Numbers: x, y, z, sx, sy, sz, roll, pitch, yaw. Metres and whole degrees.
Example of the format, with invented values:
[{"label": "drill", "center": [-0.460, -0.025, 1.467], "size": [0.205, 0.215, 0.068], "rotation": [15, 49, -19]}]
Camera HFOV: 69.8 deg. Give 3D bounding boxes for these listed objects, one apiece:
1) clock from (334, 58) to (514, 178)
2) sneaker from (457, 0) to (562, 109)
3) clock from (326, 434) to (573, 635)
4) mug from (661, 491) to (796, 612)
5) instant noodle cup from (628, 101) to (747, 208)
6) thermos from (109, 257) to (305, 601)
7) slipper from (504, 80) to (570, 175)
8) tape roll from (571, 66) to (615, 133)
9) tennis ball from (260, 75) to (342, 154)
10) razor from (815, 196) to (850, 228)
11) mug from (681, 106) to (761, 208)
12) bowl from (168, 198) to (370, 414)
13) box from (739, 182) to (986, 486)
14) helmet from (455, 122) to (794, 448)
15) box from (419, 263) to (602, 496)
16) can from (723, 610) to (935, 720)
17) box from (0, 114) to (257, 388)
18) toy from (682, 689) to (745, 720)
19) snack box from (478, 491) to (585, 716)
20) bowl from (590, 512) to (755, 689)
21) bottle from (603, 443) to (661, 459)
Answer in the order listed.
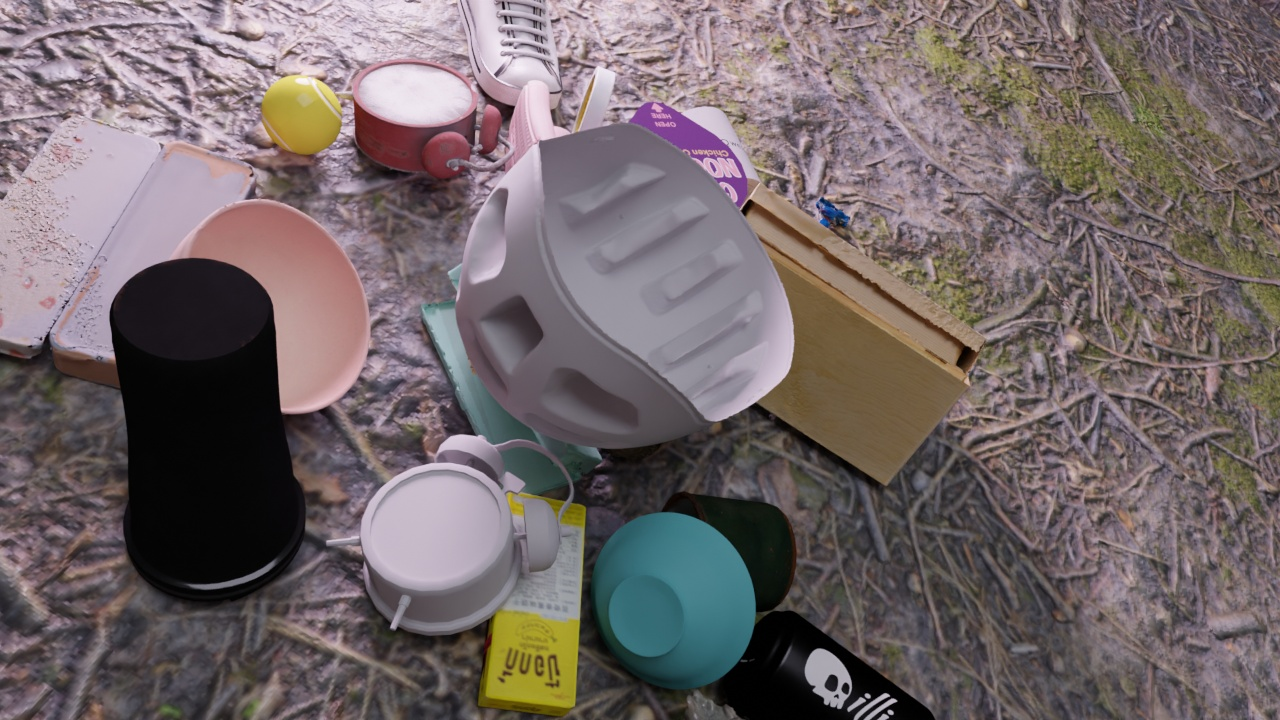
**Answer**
[{"label": "clock", "center": [-0.187, -0.208, 0.828], "size": [0.157, 0.062, 0.109], "rotation": [30, 48, 15]}, {"label": "sneaker", "center": [-0.129, -0.369, 0.955], "size": [0.091, 0.097, 0.245], "rotation": [1, 56, -25]}, {"label": "clock", "center": [-0.117, 0.113, 0.617], "size": [0.158, 0.061, 0.120], "rotation": [-33, 59, -28]}, {"label": "mug", "center": [0.061, 0.158, 0.683], "size": [0.081, 0.085, 0.111], "rotation": [9, 86, -22]}, {"label": "instant noodle cup", "center": [0.013, -0.143, 0.843], "size": [0.121, 0.122, 0.136], "rotation": [-7, 60, -30]}, {"label": "thermos", "center": [-0.246, 0.045, 0.522], "size": [0.105, 0.219, 0.105], "rotation": [10, 47, -12]}, {"label": "slipper", "center": [-0.088, -0.171, 0.829], "size": [0.055, 0.107, 0.221], "rotation": [7, 48, -22]}, {"label": "tape roll", "center": [-0.049, -0.240, 0.902], "size": [0.019, 0.094, 0.093], "rotation": [18, 51, -13]}, {"label": "tennis ball", "center": [-0.288, -0.209, 0.781], "size": [0.065, 0.065, 0.065], "rotation": [13, 52, -17]}, {"label": "razor", "center": [0.190, -0.134, 0.993], "size": [0.044, 0.018, 0.140], "rotation": [37, 49, 2]}, {"label": "mug", "center": [0.080, -0.189, 0.947], "size": [0.119, 0.083, 0.096], "rotation": [18, 44, -52]}, {"label": "bowl", "center": [-0.270, -0.029, 0.637], "size": [0.153, 0.076, 0.152], "rotation": [32, 50, -50]}, {"label": "box", "center": [0.168, -0.032, 0.838], "size": [0.248, 0.142, 0.184], "rotation": [33, 55, -1]}, {"label": "helmet", "center": [-0.001, -0.055, 0.654], "size": [0.281, 0.184, 0.224], "rotation": [-34, 95, -40]}, {"label": "box", "center": [-0.112, 0.022, 0.727], "size": [0.188, 0.080, 0.077], "rotation": [59, 12, 20]}, {"label": "can", "center": [0.137, 0.247, 0.646], "size": [0.146, 0.080, 0.080], "rotation": [36, 49, -1]}, {"label": "box", "center": [-0.386, -0.085, 0.666], "size": [0.150, 0.043, 0.215], "rotation": [14, 52, -10]}, {"label": "toy", "center": [0.031, 0.286, 0.576], "size": [0.175, 0.076, 0.132], "rotation": [-17, 65, -26]}, {"label": "snack box", "center": [-0.073, 0.167, 0.640], "size": [0.061, 0.026, 0.148], "rotation": [14, 52, -16]}, {"label": "bowl", "center": [0.012, 0.166, 0.616], "size": [0.121, 0.121, 0.046], "rotation": [52, 17, 15]}, {"label": "bottle", "center": [-0.005, 0.005, 0.771], "size": [0.056, 0.056, 0.160], "rotation": [16, 51, -15]}]
